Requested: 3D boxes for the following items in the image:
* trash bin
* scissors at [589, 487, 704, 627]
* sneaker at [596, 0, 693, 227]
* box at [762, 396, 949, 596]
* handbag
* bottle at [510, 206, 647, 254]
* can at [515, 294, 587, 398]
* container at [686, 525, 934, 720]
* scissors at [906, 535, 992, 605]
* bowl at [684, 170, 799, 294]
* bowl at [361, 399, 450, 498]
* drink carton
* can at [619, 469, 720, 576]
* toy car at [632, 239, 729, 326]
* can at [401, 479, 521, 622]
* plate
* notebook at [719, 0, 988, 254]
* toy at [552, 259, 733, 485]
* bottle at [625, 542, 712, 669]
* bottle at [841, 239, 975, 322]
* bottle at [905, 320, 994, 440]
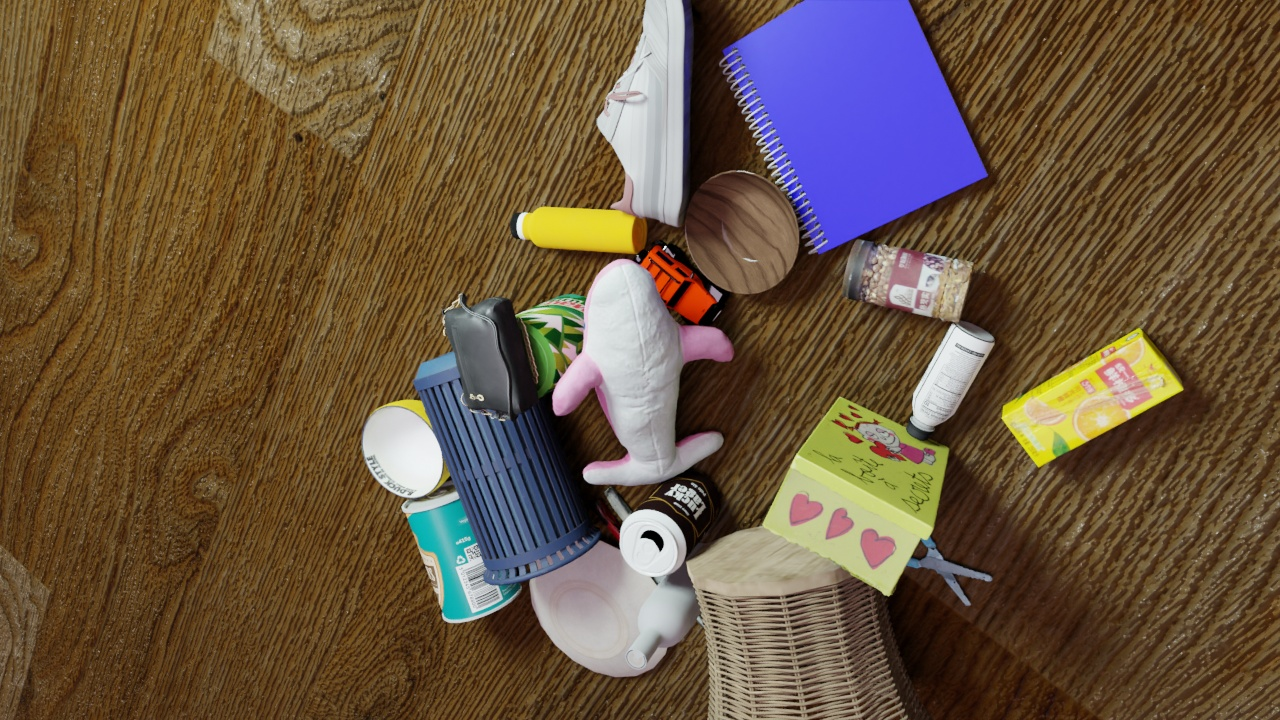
[{"bbox_3d":[-0.150,0.103,1.013,0.139,0.139,0.249,-17,96,27],"label":"trash bin"},{"bbox_3d":[0.011,0.232,1.048,0.140,0.015,0.189,-6,103,24],"label":"scissors"},{"bbox_3d":[0.001,-0.244,0.862,0.089,0.099,0.236,3,109,8],"label":"sneaker"},{"bbox_3d":[0.197,0.110,0.809,0.124,0.220,0.079,28,107,17],"label":"box"},{"bbox_3d":[-0.146,-0.002,0.861,0.079,0.054,0.128,-6,106,29],"label":"handbag"},{"bbox_3d":[-0.067,-0.137,0.955,0.144,0.043,0.043,7,108,22],"label":"bottle"},{"bbox_3d":[-0.093,-0.017,0.945,0.083,0.143,0.083,7,108,21],"label":"can"},{"bbox_3d":[0.155,0.277,0.890,0.227,0.226,0.196,-9,95,26],"label":"container"},{"bbox_3d":[0.275,0.200,0.921,0.118,0.015,0.139,-37,83,28],"label":"scissors"},{"bbox_3d":[0.103,-0.125,0.883,0.119,0.032,0.119,13,117,28],"label":"bowl"},{"bbox_3d":[-0.267,0.099,1.101,0.117,0.067,0.117,7,108,22],"label":"bowl"},{"bbox_3d":[0.392,0.033,0.802,0.135,0.042,0.058,-37,88,28],"label":"drink carton"},{"bbox_3d":[0.032,0.167,0.954,0.072,0.128,0.072,7,108,22],"label":"can"},{"bbox_3d":[0.037,-0.075,0.924,0.100,0.048,0.051,41,117,8],"label":"toy car"},{"bbox_3d":[-0.212,0.223,1.096,0.099,0.099,0.144,-14,99,27],"label":"can"},{"bbox_3d":[-0.055,0.299,1.082,0.189,0.027,0.189,10,113,24],"label":"plate"},{"bbox_3d":[0.187,-0.223,0.829,0.172,0.022,0.209,-24,95,26],"label":"notebook"},{"bbox_3d":[-0.005,0.005,0.922,0.186,0.127,0.266,-16,123,-9],"label":"toy"},{"bbox_3d":[0.034,0.253,0.941,0.052,0.194,0.052,7,108,22],"label":"bottle"},{"bbox_3d":[0.241,-0.072,0.829,0.105,0.056,0.056,15,111,19],"label":"bottle"},{"bbox_3d":[0.281,0.022,0.849,0.041,0.041,0.116,28,115,14],"label":"bottle"}]
